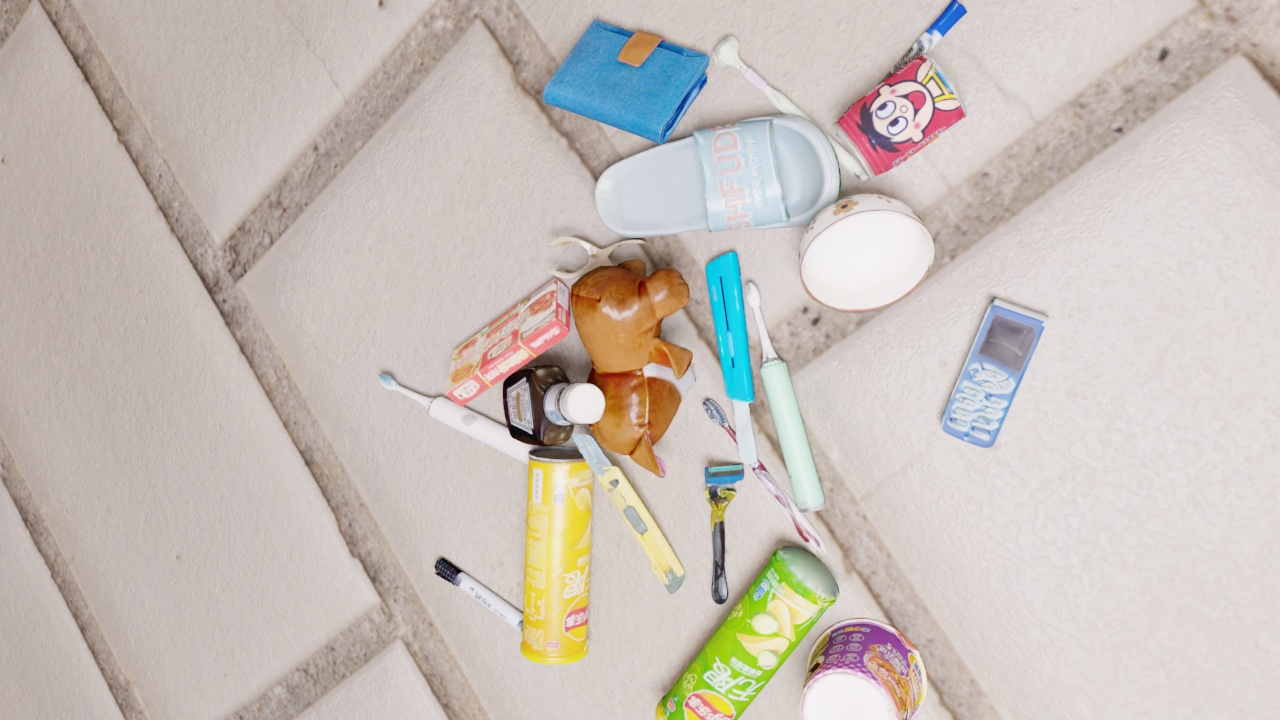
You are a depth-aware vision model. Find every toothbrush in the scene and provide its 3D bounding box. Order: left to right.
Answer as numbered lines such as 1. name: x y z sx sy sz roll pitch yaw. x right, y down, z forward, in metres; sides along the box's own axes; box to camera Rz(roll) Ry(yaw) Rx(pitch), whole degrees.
1. toothbrush: -0.201 0.061 1.009 0.221 0.026 0.026 23 144 20
2. toothbrush: 0.118 0.112 0.881 0.016 0.017 0.187 -40 78 17
3. toothbrush: 0.132 0.034 0.864 0.026 0.027 0.224 -16 88 10
4. toothbrush: 0.140 -0.230 0.845 0.189 0.020 0.029 46 116 12

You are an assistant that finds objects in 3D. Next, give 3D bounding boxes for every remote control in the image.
1. remote control: 0.303 0.012 0.791 0.049 0.024 0.125 24 104 20

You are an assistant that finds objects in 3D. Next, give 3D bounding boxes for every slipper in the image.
1. slipper: 0.061 -0.166 0.850 0.246 0.074 0.104 -5 93 27

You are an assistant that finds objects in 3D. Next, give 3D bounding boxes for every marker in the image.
1. marker: -0.177 0.261 1.020 0.131 0.018 0.023 31 114 19
2. marker: 0.227 -0.252 0.806 0.017 0.016 0.146 47 110 13

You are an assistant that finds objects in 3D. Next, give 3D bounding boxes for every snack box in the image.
1. snack box: -0.137 -0.018 0.951 0.153 0.075 0.025 -33 123 22

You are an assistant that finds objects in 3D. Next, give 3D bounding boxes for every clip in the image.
1. clip: -0.045 -0.092 0.928 0.104 0.034 0.081 16 98 13

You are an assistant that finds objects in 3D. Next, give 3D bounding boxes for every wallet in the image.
1. wallet: -0.012 -0.267 0.874 0.133 0.040 0.106 24 69 18

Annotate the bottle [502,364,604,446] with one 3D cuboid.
1. bottle: -0.086 0.043 0.886 0.195 0.044 0.080 171 91 -66

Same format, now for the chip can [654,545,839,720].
1. chip can: 0.101 0.275 0.873 0.072 0.072 0.222 38 107 16

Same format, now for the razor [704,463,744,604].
1. razor: 0.079 0.171 0.903 0.042 0.022 0.143 -3 99 -21

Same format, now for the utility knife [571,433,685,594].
1. utility knife: -0.010 0.151 0.920 0.031 0.020 0.195 -31 93 10

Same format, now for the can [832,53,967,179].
1. can: 0.219 -0.206 0.781 0.094 0.066 0.066 -35 80 15

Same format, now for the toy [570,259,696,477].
1. toy: -0.005 0.005 0.876 0.140 0.130 0.200 -150 59 -62

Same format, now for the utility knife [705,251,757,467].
1. utility knife: 0.091 0.000 0.878 0.034 0.018 0.206 -9 88 21

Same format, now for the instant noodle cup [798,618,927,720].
1. instant noodle cup: 0.193 0.300 0.822 0.112 0.099 0.111 2 94 24

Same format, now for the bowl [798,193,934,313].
1. bowl: 0.191 -0.102 0.799 0.114 0.113 0.062 -27 42 22

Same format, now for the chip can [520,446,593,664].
1. chip can: -0.086 0.199 0.947 0.072 0.072 0.213 4 96 23
